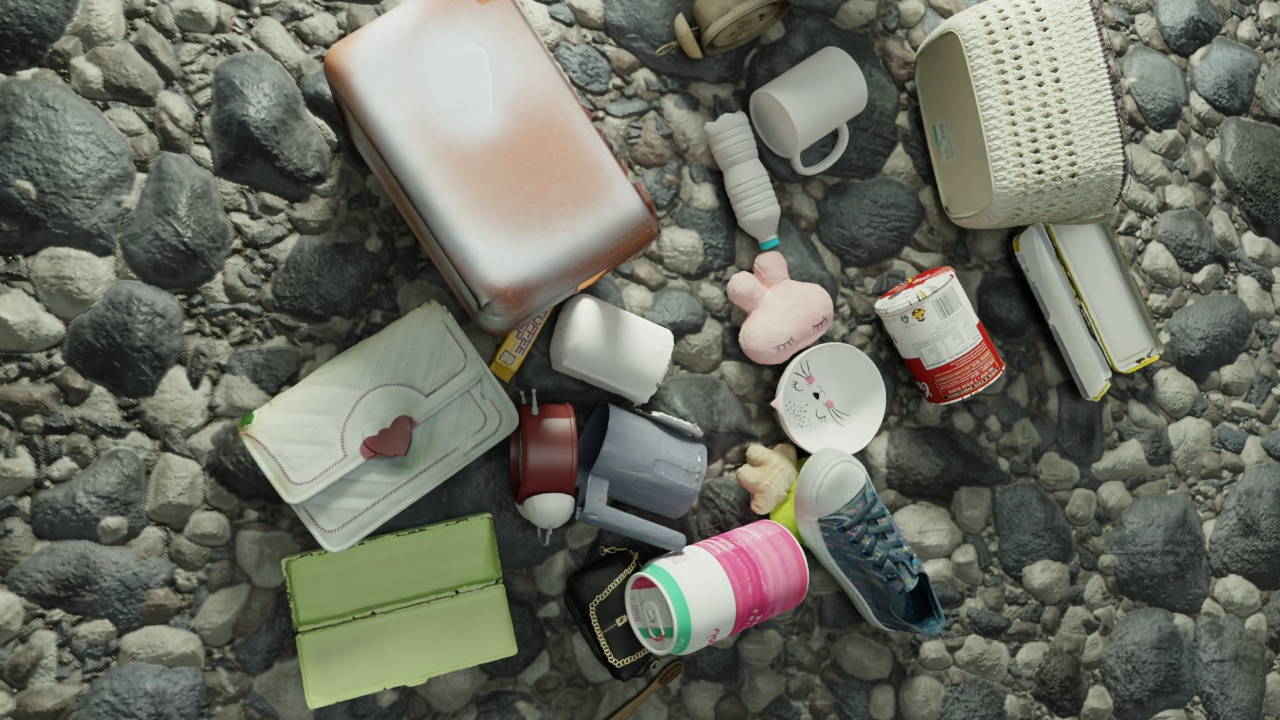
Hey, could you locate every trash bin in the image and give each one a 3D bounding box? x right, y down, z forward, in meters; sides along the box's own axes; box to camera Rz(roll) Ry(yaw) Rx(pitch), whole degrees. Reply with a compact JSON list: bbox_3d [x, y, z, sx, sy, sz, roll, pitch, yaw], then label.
[{"bbox_3d":[-0.127,-0.159,0.762,0.157,0.182,0.259,-35,94,-12],"label":"trash bin"}]

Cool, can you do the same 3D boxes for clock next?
[{"bbox_3d":[0.075,-0.333,0.885,0.141,0.093,0.054,-26,90,10],"label":"clock"},{"bbox_3d":[-0.088,0.095,0.823,0.048,0.096,0.137,2,86,-16],"label":"clock"}]

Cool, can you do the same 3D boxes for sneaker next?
[{"bbox_3d":[0.226,0.188,0.893,0.087,0.079,0.235,-40,116,-17],"label":"sneaker"}]

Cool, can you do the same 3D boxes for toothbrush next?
[{"bbox_3d":[-0.023,0.347,0.883,0.166,0.016,0.016,-38,98,-13],"label":"toothbrush"}]

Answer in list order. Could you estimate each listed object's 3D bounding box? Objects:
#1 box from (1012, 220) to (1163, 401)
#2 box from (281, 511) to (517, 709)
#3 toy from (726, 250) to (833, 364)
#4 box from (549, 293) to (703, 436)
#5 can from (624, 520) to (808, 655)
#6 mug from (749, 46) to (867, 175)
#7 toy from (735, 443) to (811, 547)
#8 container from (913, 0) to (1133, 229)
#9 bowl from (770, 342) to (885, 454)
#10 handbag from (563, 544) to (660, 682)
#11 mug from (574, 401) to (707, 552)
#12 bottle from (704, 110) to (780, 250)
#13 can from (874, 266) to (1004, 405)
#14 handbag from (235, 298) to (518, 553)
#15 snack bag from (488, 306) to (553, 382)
[{"bbox_3d":[0.497,-0.068,1.025,0.128,0.045,0.210,-30,99,-14],"label":"box"},{"bbox_3d":[-0.213,0.221,0.819,0.187,0.030,0.138,-12,87,-16],"label":"box"},{"bbox_3d":[0.135,-0.053,0.912,0.108,0.053,0.105,-37,94,-13],"label":"toy"},{"bbox_3d":[-0.005,0.007,0.861,0.165,0.084,0.094,21,74,-16],"label":"box"},{"bbox_3d":[0.074,0.209,0.852,0.165,0.088,0.088,-11,93,-35],"label":"can"},{"bbox_3d":[0.172,-0.242,0.920,0.090,0.074,0.110,-35,125,-14],"label":"mug"},{"bbox_3d":[0.148,0.130,0.919,0.118,0.043,0.092,32,83,-12],"label":"toy"},{"bbox_3d":[0.378,-0.248,0.924,0.143,0.185,0.251,-13,92,-4],"label":"container"},{"bbox_3d":[0.184,0.040,0.926,0.114,0.051,0.114,0,90,-16],"label":"bowl"},{"bbox_3d":[-0.018,0.238,0.872,0.079,0.054,0.128,-29,95,-26],"label":"handbag"},{"bbox_3d":[-0.003,0.109,0.842,0.104,0.084,0.123,22,43,-17],"label":"mug"},{"bbox_3d":[0.105,-0.176,0.907,0.044,0.044,0.136,-23,96,-15],"label":"bottle"},{"bbox_3d":[0.307,-0.026,0.943,0.086,0.087,0.116,-34,99,-14],"label":"can"},{"bbox_3d":[-0.219,0.053,0.785,0.198,0.096,0.142,-36,98,-12],"label":"handbag"},{"bbox_3d":[-0.108,-0.028,0.857,0.026,0.020,0.099,32,81,-16],"label":"snack bag"}]
